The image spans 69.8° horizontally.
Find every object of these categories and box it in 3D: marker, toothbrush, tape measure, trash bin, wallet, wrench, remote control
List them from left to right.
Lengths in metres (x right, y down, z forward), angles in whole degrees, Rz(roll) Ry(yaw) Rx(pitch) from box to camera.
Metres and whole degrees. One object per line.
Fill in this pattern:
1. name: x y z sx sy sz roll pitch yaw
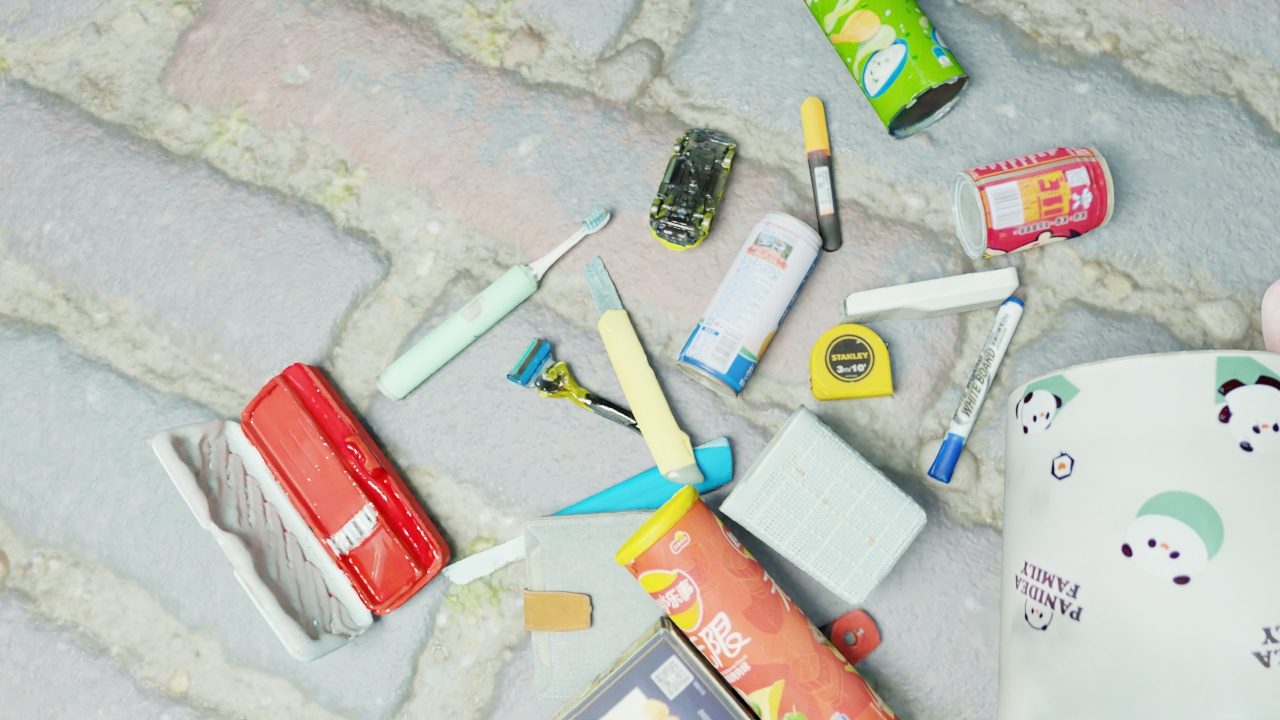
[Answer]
1. toothbrush: -0.112 -0.046 0.714 0.224 0.027 0.026 -39 72 -2
2. wallet: -0.031 0.174 0.652 0.106 0.037 0.129 -4 87 3
3. wrench: 0.046 0.254 0.645 0.273 0.016 0.056 -28 82 1
4. marker: 0.140 -0.144 0.712 0.018 0.015 0.123 -7 81 6
5. tape measure: 0.153 0.003 0.674 0.060 0.029 0.057 -5 80 6
6. remote control: 0.207 -0.045 0.667 0.125 0.049 0.024 -9 81 5
7. marker: 0.245 0.021 0.667 0.017 0.017 0.145 25 83 10
8. trash bin: 0.321 0.139 0.540 0.230 0.230 0.251 2 74 7

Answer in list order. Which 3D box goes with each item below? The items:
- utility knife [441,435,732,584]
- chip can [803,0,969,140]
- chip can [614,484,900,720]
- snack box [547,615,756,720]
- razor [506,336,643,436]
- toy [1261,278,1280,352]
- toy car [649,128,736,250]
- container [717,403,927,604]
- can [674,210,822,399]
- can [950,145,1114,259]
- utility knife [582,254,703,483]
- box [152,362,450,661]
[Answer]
1. utility knife: -0.039 0.116 0.679 0.234 0.018 0.034 -23 91 2
2. chip can: 0.162 -0.287 0.707 0.072 0.072 0.236 -29 78 0
3. chip can: 0.078 0.185 0.602 0.073 0.073 0.216 -41 87 -3
4. snack box: 0.008 0.299 0.610 0.182 0.046 0.178 -41 89 -2
5. razor: -0.030 0.033 0.694 0.143 0.022 0.042 28 62 5
6. toy: 0.463 0.014 0.608 0.121 0.054 0.159 -3 78 -33
7. toy car: 0.041 -0.132 0.712 0.048 0.032 0.105 16 70 9
8. container: 0.124 0.102 0.630 0.111 0.090 0.090 39 86 9
9. can: 0.081 -0.042 0.678 0.053 0.053 0.134 29 84 11
10. can: 0.281 -0.115 0.663 0.094 0.066 0.066 -13 78 4
11. utility knife: -0.004 0.004 0.688 0.031 0.021 0.201 -21 74 -7
12. box: -0.245 0.103 0.663 0.110 0.100 0.201 -42 78 9
